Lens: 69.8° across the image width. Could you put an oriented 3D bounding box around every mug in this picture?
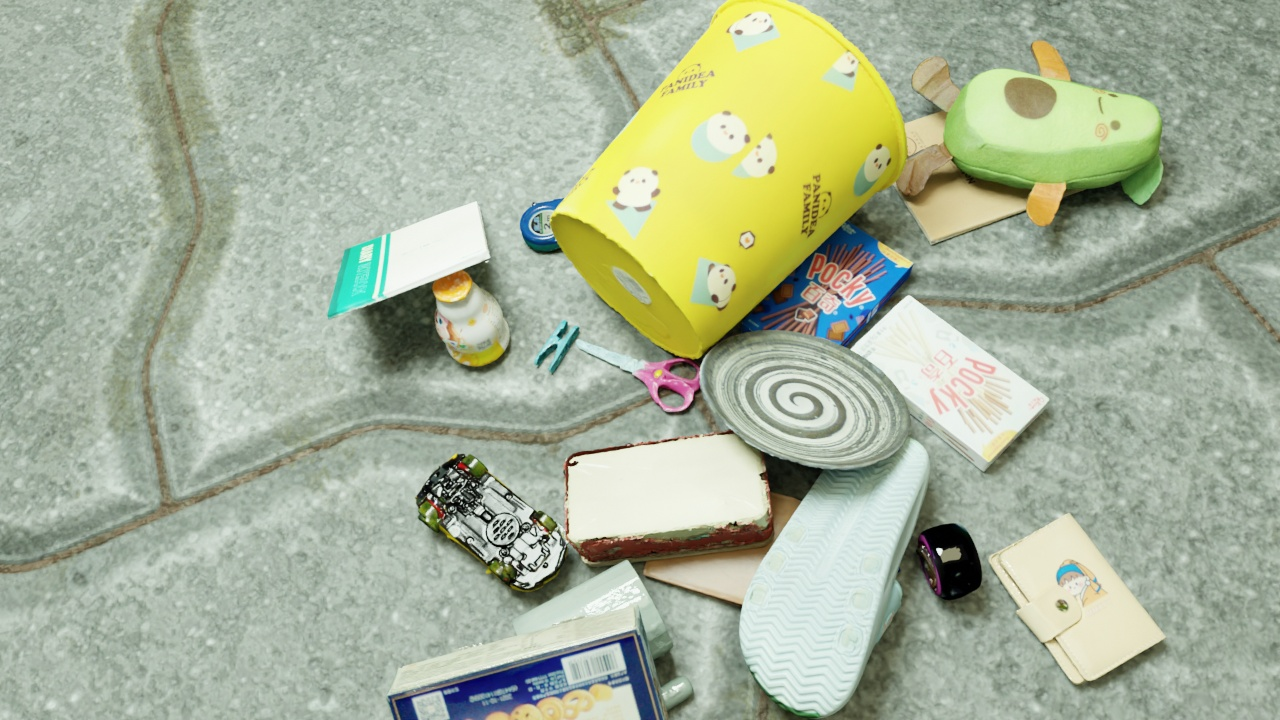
[{"bbox_3d":[-0.028,0.234,0.721,0.103,0.084,0.124,-28,90,-10],"label":"mug"}]

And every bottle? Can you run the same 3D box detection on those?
[{"bbox_3d":[-0.161,-0.041,0.855,0.063,0.108,0.063,-3,61,5],"label":"bottle"}]

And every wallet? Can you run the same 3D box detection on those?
[{"bbox_3d":[0.341,0.188,0.727,0.087,0.024,0.115,-27,64,-6],"label":"wallet"},{"bbox_3d":[0.071,0.152,0.780,0.115,0.020,0.101,14,66,16],"label":"wallet"}]

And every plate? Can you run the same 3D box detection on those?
[{"bbox_3d":[0.136,0.034,0.769,0.179,0.024,0.179,6,37,-5],"label":"plate"}]

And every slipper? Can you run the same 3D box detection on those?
[{"bbox_3d":[0.161,0.164,0.729,0.104,0.074,0.244,13,59,34],"label":"slipper"}]

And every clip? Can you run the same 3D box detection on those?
[{"bbox_3d":[-0.081,-0.014,0.886,0.043,0.014,0.056,24,67,17],"label":"clip"}]

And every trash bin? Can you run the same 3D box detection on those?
[{"bbox_3d":[0.069,-0.155,0.833,0.229,0.230,0.255,38,78,22],"label":"trash bin"}]

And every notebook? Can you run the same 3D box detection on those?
[{"bbox_3d":[0.358,-0.209,0.941,0.207,0.008,0.147,-19,62,-4],"label":"notebook"},{"bbox_3d":[-0.220,-0.101,0.879,0.150,0.012,0.209,-22,25,-4],"label":"notebook"}]

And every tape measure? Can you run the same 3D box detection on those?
[{"bbox_3d":[0.245,0.161,0.733,0.039,0.057,0.057,-13,70,0],"label":"tape measure"},{"bbox_3d":[-0.096,-0.138,0.946,0.054,0.025,0.058,-8,58,4],"label":"tape measure"}]

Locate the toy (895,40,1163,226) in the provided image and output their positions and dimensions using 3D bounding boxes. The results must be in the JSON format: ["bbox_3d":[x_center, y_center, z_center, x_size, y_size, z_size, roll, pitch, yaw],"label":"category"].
[{"bbox_3d":[0.380,-0.224,0.892,0.247,0.090,0.226,7,70,13],"label":"toy"}]

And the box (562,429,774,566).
[{"bbox_3d":[0.022,0.113,0.756,0.168,0.077,0.091,-9,60,8],"label":"box"}]

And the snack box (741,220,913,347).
[{"bbox_3d":[0.178,-0.059,0.872,0.084,0.026,0.157,38,73,22],"label":"snack box"}]

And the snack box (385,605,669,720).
[{"bbox_3d":[-0.066,0.286,0.655,0.178,0.045,0.182,-14,99,-1],"label":"snack box"}]

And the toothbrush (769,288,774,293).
[{"bbox_3d":[0.133,-0.080,0.895,0.189,0.016,0.014,-41,70,-15],"label":"toothbrush"}]

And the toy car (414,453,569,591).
[{"bbox_3d":[-0.129,0.142,0.793,0.156,0.041,0.071,32,70,23],"label":"toy car"}]

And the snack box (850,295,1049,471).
[{"bbox_3d":[0.272,0.018,0.822,0.084,0.027,0.157,-41,65,-15],"label":"snack box"}]

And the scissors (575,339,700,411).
[{"bbox_3d":[-0.005,0.005,0.868,0.133,0.017,0.057,23,73,21],"label":"scissors"}]

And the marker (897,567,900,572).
[{"bbox_3d":[0.190,0.113,0.787,0.017,0.017,0.145,-13,62,-1],"label":"marker"}]
